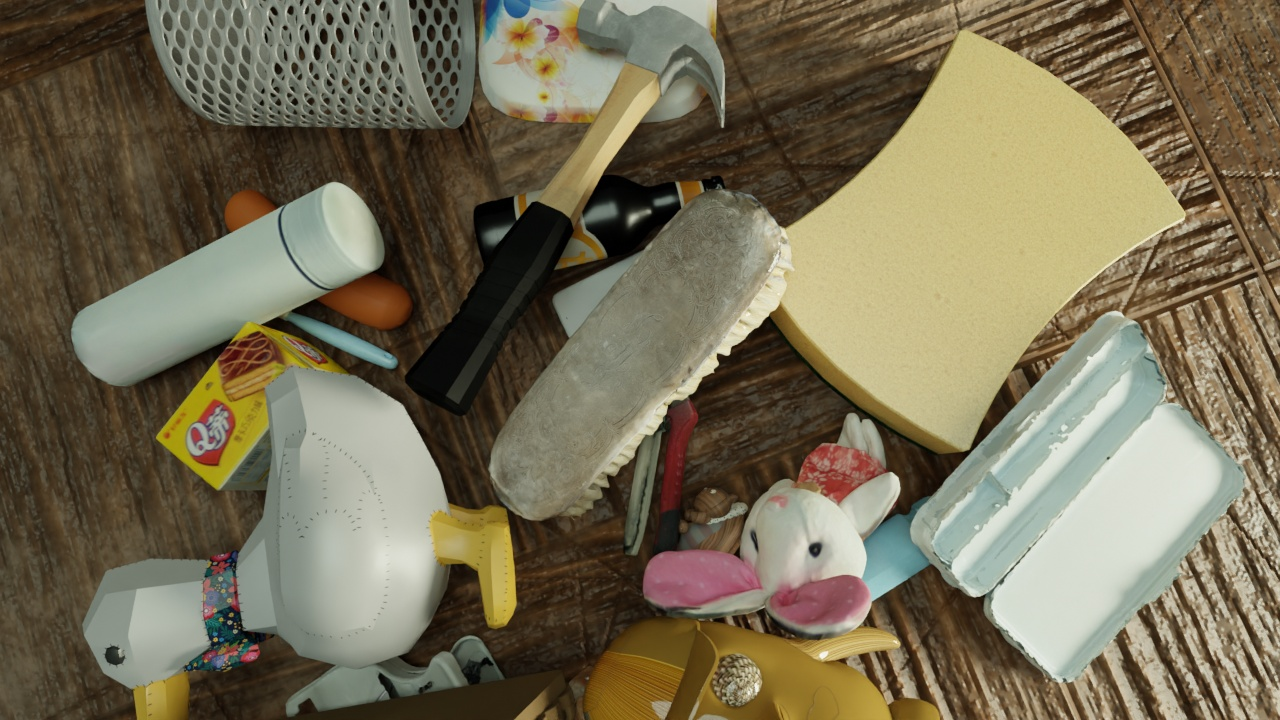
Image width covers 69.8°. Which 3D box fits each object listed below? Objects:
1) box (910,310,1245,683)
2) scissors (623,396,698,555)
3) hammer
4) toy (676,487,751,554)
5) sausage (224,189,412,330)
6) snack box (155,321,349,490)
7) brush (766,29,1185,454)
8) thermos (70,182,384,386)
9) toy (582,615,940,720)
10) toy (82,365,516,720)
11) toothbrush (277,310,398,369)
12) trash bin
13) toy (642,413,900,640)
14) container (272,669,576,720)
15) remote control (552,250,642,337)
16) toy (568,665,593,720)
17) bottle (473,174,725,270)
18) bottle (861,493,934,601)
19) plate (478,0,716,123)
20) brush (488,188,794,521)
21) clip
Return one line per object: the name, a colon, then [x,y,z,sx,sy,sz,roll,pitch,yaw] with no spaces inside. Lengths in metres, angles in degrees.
box: [0.299,0.094,0.624,0.192,0.061,0.210,43,88,-23]
scissors: [0.023,0.045,0.659,0.146,0.015,0.188,41,103,43]
hammer: [-0.051,-0.110,0.625,0.131,0.039,0.327,26,72,15]
toy: [0.044,0.133,0.650,0.055,0.042,0.101,41,79,-12]
sausage: [-0.245,-0.073,0.692,0.164,0.039,0.044,33,89,7]
snack box: [-0.271,0.034,0.658,0.061,0.083,0.105,37,87,8]
brush: [0.218,-0.080,0.648,0.195,0.075,0.250,44,87,7]
thermos: [-0.293,-0.051,0.650,0.230,0.067,0.068,-22,82,17]
toy: [0.065,0.232,0.573,0.203,0.163,0.198,25,64,4]
toy: [-0.217,0.128,0.597,0.267,0.141,0.246,1,90,-9]
toothbrush: [-0.253,-0.029,0.699,0.155,0.022,0.016,25,127,6]
trash bin: [-0.228,-0.244,0.657,0.183,0.156,0.156,0,83,6]
toy: [0.111,0.109,0.596,0.193,0.159,0.084,-39,115,-36]
container: [-0.160,0.328,0.500,0.252,0.219,0.214,-15,87,16]
remote control: [0.006,-0.061,0.688,0.146,0.008,0.045,-26,69,0]
toy: [-0.051,0.279,0.630,0.106,0.074,0.085,-37,95,2]
bottle: [-0.027,-0.105,0.673,0.181,0.059,0.059,-13,82,2]
bottle: [0.178,0.133,0.641,0.130,0.040,0.040,-32,82,-1]
plate: [-0.034,-0.278,0.717,0.187,0.016,0.187,2,83,3]
brush: [-0.004,0.003,0.619,0.083,0.056,0.272,45,106,19]
clip: [-0.164,0.255,0.641,0.144,0.074,0.124,-35,85,4]
